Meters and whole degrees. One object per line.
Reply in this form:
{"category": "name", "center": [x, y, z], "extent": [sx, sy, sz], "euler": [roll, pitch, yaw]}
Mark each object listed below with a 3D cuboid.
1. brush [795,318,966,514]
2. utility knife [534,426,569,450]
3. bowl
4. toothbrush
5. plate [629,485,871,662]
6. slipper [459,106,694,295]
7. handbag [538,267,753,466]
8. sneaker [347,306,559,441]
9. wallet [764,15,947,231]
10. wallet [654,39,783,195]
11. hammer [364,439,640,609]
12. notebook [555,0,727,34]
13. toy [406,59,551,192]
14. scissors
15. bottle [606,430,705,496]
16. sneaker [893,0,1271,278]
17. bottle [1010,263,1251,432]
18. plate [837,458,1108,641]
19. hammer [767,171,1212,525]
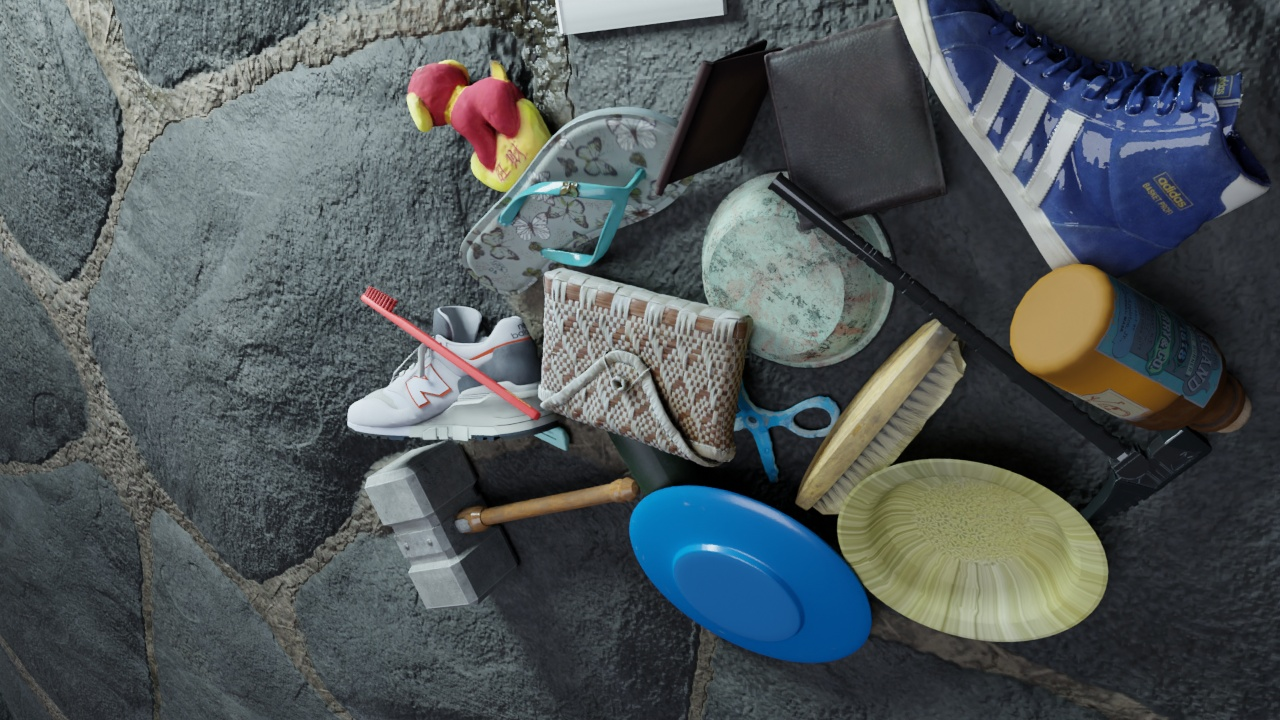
{"category": "brush", "center": [0.176, 0.047, 0.679], "extent": [0.043, 0.059, 0.196], "euler": [31, 124, 2]}
{"category": "utility knife", "center": [-0.138, 0.051, 0.921], "extent": [0.166, 0.015, 0.022], "euler": [21, 123, 28]}
{"category": "bowl", "center": [0.108, -0.061, 0.685], "extent": [0.158, 0.038, 0.158], "euler": [15, 119, 28]}
{"category": "toothbrush", "center": [-0.172, -0.010, 0.831], "extent": [0.212, 0.012, 0.018], "euler": [33, 94, 16]}
{"category": "plate", "center": [0.086, 0.196, 0.790], "extent": [0.224, 0.024, 0.225], "euler": [20, 138, 19]}
{"category": "slipper", "center": [-0.069, -0.119, 0.747], "extent": [0.270, 0.054, 0.098], "euler": [-25, 120, 41]}
{"category": "handbag", "center": [-0.004, 0.004, 0.729], "extent": [0.186, 0.046, 0.124], "euler": [16, 112, 28]}
{"category": "sneaker", "center": [-0.186, 0.010, 0.890], "extent": [0.240, 0.088, 0.124], "euler": [0, 98, 25]}
{"category": "wallet", "center": [0.142, -0.156, 0.607], "extent": [0.099, 0.031, 0.120], "euler": [-13, 103, 15]}
{"category": "wallet", "center": [0.052, -0.167, 0.622], "extent": [0.018, 0.115, 0.092], "euler": [34, 127, 14]}
{"category": "hammer", "center": [-0.123, 0.150, 0.911], "extent": [0.319, 0.082, 0.163], "euler": [-17, 102, 38]}
{"category": "notebook", "center": [-0.014, -0.347, 0.648], "extent": [0.143, 0.009, 0.210], "euler": [6, 115, 31]}
{"category": "toy", "center": [-0.134, -0.203, 0.765], "extent": [0.137, 0.067, 0.106], "euler": [34, 129, 7]}
{"category": "scissors", "center": [0.096, 0.038, 0.760], "extent": [0.134, 0.011, 0.139], "euler": [-25, 97, 40]}
{"category": "bottle", "center": [0.034, 0.118, 0.812], "extent": [0.055, 0.055, 0.174], "euler": [-19, 107, 38]}
{"category": "sneaker", "center": [0.248, -0.158, 0.510], "extent": [0.119, 0.091, 0.233], "euler": [-27, 96, 44]}
{"category": "bottle", "center": [0.298, 0.003, 0.541], "extent": [0.157, 0.067, 0.068], "euler": [23, 132, -21]}
{"category": "plate", "center": [0.242, 0.131, 0.677], "extent": [0.184, 0.036, 0.185], "euler": [16, 132, 18]}
{"category": "hammer", "center": [0.211, -0.013, 0.603], "extent": [0.325, 0.015, 0.095], "euler": [38, 120, -2]}
